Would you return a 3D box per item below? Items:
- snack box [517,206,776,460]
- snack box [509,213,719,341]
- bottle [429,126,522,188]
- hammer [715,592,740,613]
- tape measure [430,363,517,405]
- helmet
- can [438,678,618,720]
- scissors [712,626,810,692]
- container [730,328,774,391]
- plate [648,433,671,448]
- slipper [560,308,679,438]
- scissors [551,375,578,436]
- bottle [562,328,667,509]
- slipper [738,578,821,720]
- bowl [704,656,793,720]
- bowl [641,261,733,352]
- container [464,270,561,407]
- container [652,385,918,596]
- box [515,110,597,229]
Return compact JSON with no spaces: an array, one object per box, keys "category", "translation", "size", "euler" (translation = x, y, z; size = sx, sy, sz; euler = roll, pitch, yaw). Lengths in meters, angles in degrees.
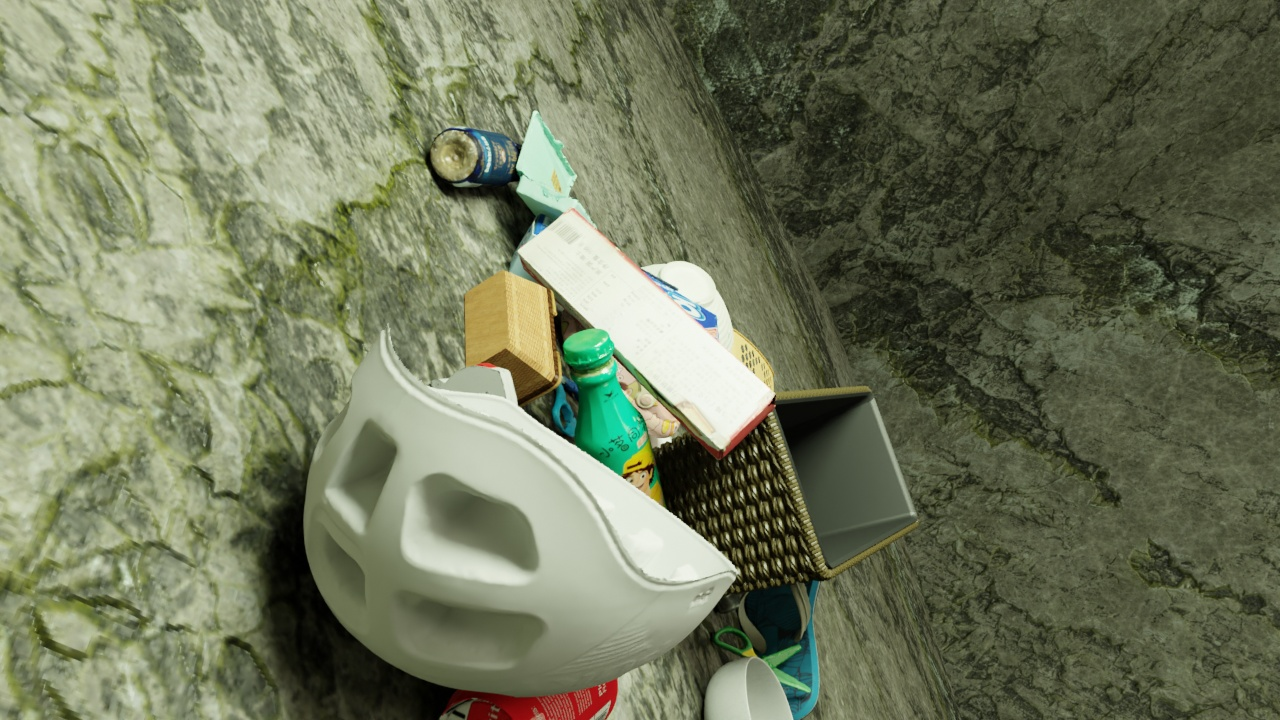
[{"category":"snack box","translation":[0.003,-0.029,0.847],"size":[0.273,0.076,0.044],"euler":[43,-16,18]},{"category":"snack box","translation":[-0.025,-0.069,0.961],"size":[0.226,0.060,0.059],"euler":[29,29,-15]},{"category":"bottle","translation":[-0.153,-0.201,0.918],"size":[0.056,0.056,0.160],"euler":[66,17,-3]},{"category":"hammer","translation":[0.104,0.192,1.225],"size":[0.133,0.033,0.332],"euler":[62,17,-11]},{"category":"tape measure","translation":[-0.125,0.035,0.701],"size":[0.020,0.062,0.060],"euler":[-4,75,-71]},{"category":"helmet","translation":[-0.065,0.094,0.559],"size":[0.224,0.184,0.281],"euler":[38,17,29]},{"category":"can","translation":[-0.070,0.227,0.599],"size":[0.074,0.074,0.142],"euler":[69,18,8]},{"category":"scissors","translation":[0.135,0.352,1.033],"size":[0.128,0.012,0.121],"euler":[27,46,2]},{"category":"container","translation":[0.109,0.011,1.299],"size":[0.183,0.129,0.166],"euler":[40,41,-54]},{"category":"plate","translation":[0.009,0.103,1.079],"size":[0.157,0.014,0.156],"euler":[54,21,-34]},{"category":"slipper","translation":[-0.006,0.006,1.019],"size":[0.197,0.082,0.093],"euler":[48,25,-24]},{"category":"scissors","translation":[-0.079,0.023,0.934],"size":[0.129,0.014,0.127],"euler":[20,45,-61]},{"category":"bottle","translation":[-0.026,0.072,0.843],"size":[0.068,0.068,0.210],"euler":[-78,157,-61]},{"category":"slipper","translation":[0.171,0.308,1.150],"size":[0.060,0.118,0.294],"euler":[43,35,-28]},{"category":"bowl","translation":[0.107,0.376,0.938],"size":[0.132,0.064,0.131],"euler":[52,24,-36]},{"category":"bowl","translation":[0.048,-0.075,1.155],"size":[0.177,0.071,0.177],"euler":[13,46,-14]},{"category":"container","translation":[-0.115,-0.023,0.807],"size":[0.061,0.063,0.113],"euler":[37,34,-44]},{"category":"container","translation":[0.141,0.147,1.006],"size":[0.320,0.205,0.176],"euler":[0,70,-59]},{"category":"box","translation":[-0.077,-0.182,0.997],"size":[0.187,0.078,0.109],"euler":[56,42,-78]}]
